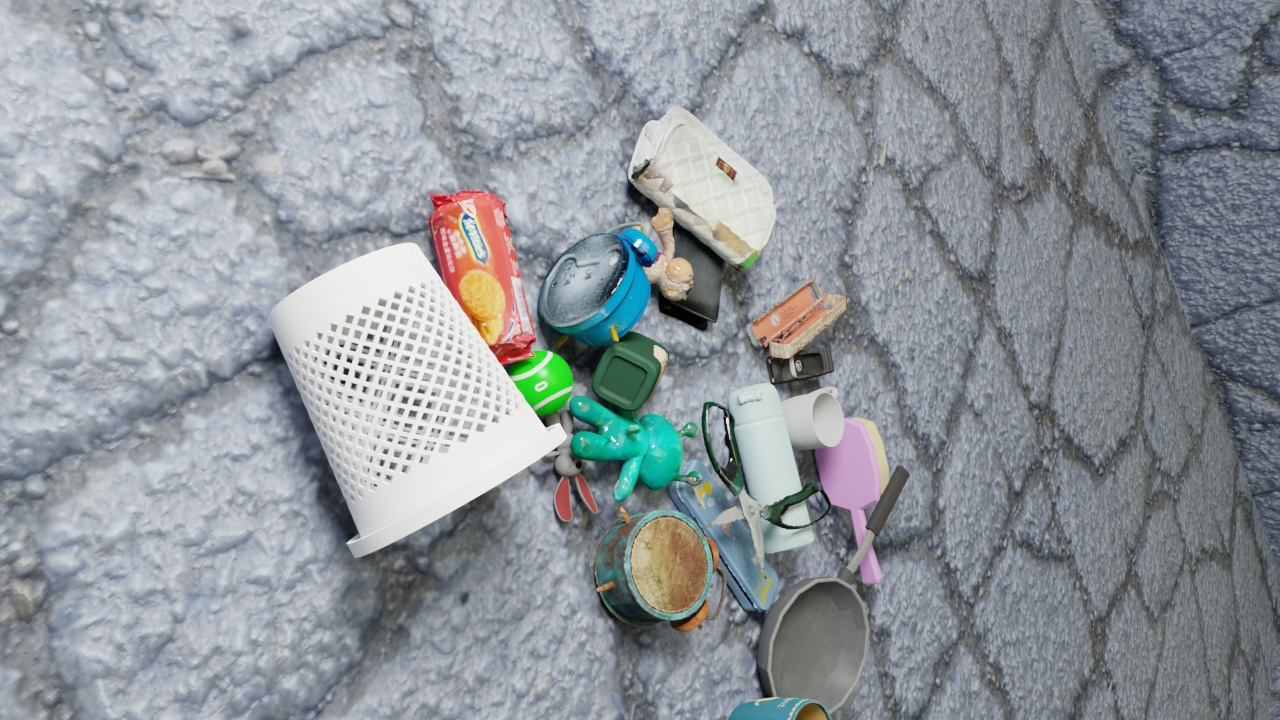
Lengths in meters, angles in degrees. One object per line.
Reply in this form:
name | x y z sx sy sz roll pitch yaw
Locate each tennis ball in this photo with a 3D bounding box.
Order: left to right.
tennis ball | -0.100 0.022 0.918 0.065 0.066 0.065 12 72 -43

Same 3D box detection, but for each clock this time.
clock | -0.040 -0.087 0.968 0.060 0.117 0.161 42 57 -39
clock | 0.026 0.229 0.988 0.157 0.073 0.121 29 60 -24

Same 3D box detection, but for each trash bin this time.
trash bin | -0.194 0.024 0.754 0.194 0.196 0.199 -31 93 -44

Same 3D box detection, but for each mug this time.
mug | 0.144 0.424 1.039 0.112 0.104 0.084 19 67 -38
mug | 0.215 0.071 1.203 0.071 0.090 0.107 57 48 -19

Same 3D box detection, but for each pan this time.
pan | 0.258 0.286 1.175 0.178 0.041 0.356 45 68 -28

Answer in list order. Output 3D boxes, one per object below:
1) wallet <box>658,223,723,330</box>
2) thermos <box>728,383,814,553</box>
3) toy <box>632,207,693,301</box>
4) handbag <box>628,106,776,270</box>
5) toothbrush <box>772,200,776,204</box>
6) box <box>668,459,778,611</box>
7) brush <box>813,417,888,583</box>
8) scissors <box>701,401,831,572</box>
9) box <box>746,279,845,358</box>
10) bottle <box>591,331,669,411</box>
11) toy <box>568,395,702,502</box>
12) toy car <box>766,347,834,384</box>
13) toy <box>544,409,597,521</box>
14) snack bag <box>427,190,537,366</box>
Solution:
wallet | 0.064 -0.104 1.140 0.089 0.026 0.114 20 67 -39
thermos | 0.161 0.131 1.144 0.078 0.065 0.206 13 62 -74
toy | 0.022 -0.108 1.061 0.106 0.074 0.085 50 42 -18
handbag | 0.081 -0.216 1.133 0.195 0.073 0.138 34 53 -26
toothbrush | 0.142 -0.212 1.247 0.135 0.021 0.016 -18 107 -44
box | 0.106 0.211 1.102 0.209 0.037 0.065 58 44 -18
brush | 0.301 0.190 1.261 0.043 0.089 0.228 -11 88 -50
scissors | 0.145 0.140 1.078 0.201 0.015 0.201 -5 80 -38
box | 0.217 -0.059 1.269 0.186 0.085 0.048 -36 138 -45
bottle | -0.006 0.006 1.001 0.061 0.061 0.131 27 16 4
toy | -0.002 0.089 0.990 0.193 0.073 0.130 22 56 -45
toy car | 0.218 0.006 1.239 0.092 0.037 0.040 -10 89 -13
toy | -0.074 0.107 0.949 0.049 0.030 0.111 -10 88 -31
snack bag | -0.151 -0.078 0.887 0.082 0.082 0.176 -13 90 -46
